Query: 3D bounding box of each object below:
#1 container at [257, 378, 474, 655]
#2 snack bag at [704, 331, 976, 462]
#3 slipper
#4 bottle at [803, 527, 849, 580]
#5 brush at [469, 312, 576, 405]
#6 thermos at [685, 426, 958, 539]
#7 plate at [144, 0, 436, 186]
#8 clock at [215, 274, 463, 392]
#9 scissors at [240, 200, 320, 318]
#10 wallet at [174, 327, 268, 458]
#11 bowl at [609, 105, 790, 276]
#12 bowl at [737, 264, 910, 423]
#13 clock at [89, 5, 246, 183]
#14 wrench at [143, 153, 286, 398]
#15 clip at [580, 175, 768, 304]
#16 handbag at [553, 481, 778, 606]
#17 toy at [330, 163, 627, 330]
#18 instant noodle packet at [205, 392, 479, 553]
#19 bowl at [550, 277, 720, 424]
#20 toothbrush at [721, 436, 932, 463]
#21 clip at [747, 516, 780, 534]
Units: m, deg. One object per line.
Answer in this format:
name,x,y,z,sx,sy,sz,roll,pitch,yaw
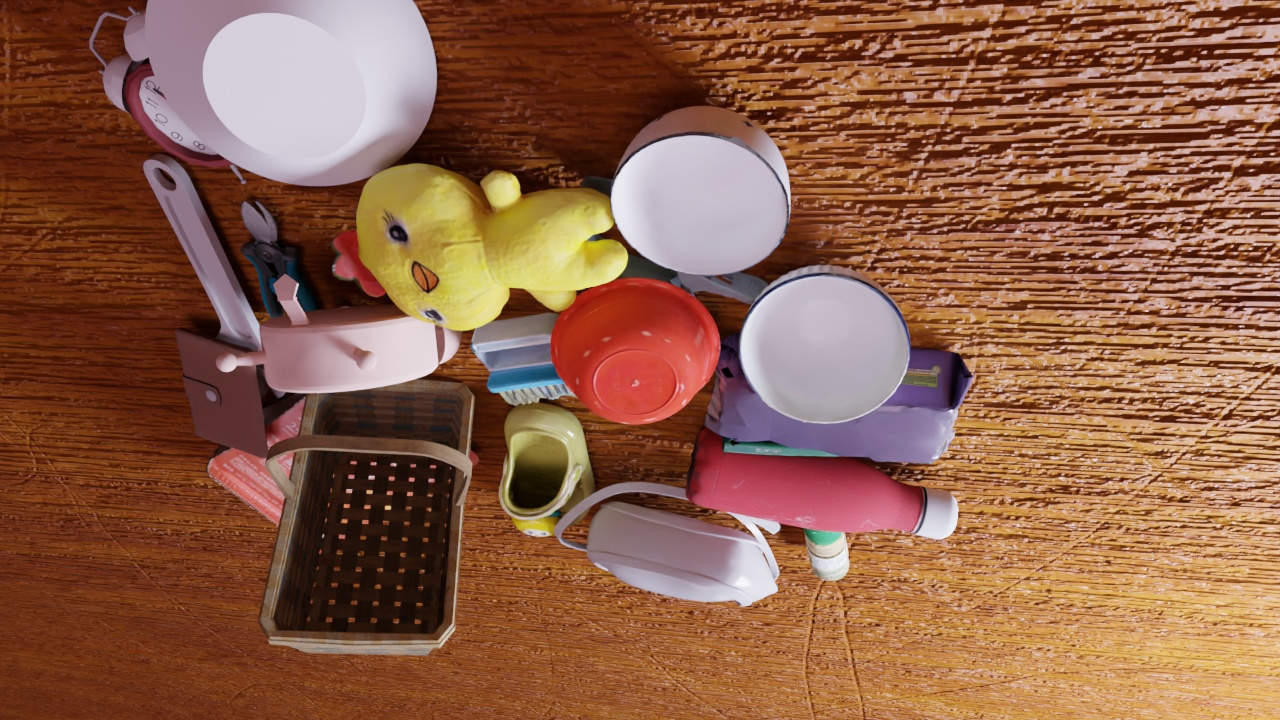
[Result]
container,-0.223,0.117,0.772,0.157,0.249,0.187,4,144,-9
snack bag,0.152,0.033,0.736,0.205,0.058,0.096,5,140,10
slipper,-0.093,0.121,0.891,0.091,0.081,0.191,7,137,3
bottle,0.184,0.178,0.911,0.043,0.043,0.111,-2,140,17
brush,-0.063,-0.007,0.749,0.136,0.055,0.075,-7,141,21
thermos,0.163,0.116,0.819,0.240,0.073,0.073,12,140,0
plate,-0.216,-0.175,0.567,0.174,0.036,0.174,-4,132,-5
clock,-0.228,-0.023,0.724,0.131,0.086,0.160,-1,-176,16
scissors,-0.305,-0.072,0.768,0.150,0.019,0.131,-25,128,38
wallet,-0.390,0.032,0.857,0.087,0.013,0.121,16,123,15
bowl,0.041,-0.115,0.587,0.113,0.063,0.114,8,141,6
bowl,0.132,-0.020,0.664,0.118,0.062,0.118,5,119,10
clock,-0.307,-0.182,0.619,0.124,0.044,0.087,35,136,-26
wrench,-0.368,-0.062,0.794,0.087,0.018,0.274,13,139,17
clip,0.004,-0.068,0.683,0.163,0.027,0.107,32,138,-20
handbag,0.036,0.199,0.950,0.216,0.095,0.223,11,162,15
toy,-0.113,-0.082,0.639,0.208,0.092,0.134,5,136,21
instant noodle packet,-0.295,0.094,0.929,0.221,0.083,0.164,-25,123,26
bowl,-0.004,0.004,0.687,0.130,0.045,0.131,0,128,0
toothbrush,0.164,0.075,0.788,0.190,0.016,0.017,3,161,-5
clip,0.102,0.122,0.883,0.102,0.054,0.057,32,171,-22
